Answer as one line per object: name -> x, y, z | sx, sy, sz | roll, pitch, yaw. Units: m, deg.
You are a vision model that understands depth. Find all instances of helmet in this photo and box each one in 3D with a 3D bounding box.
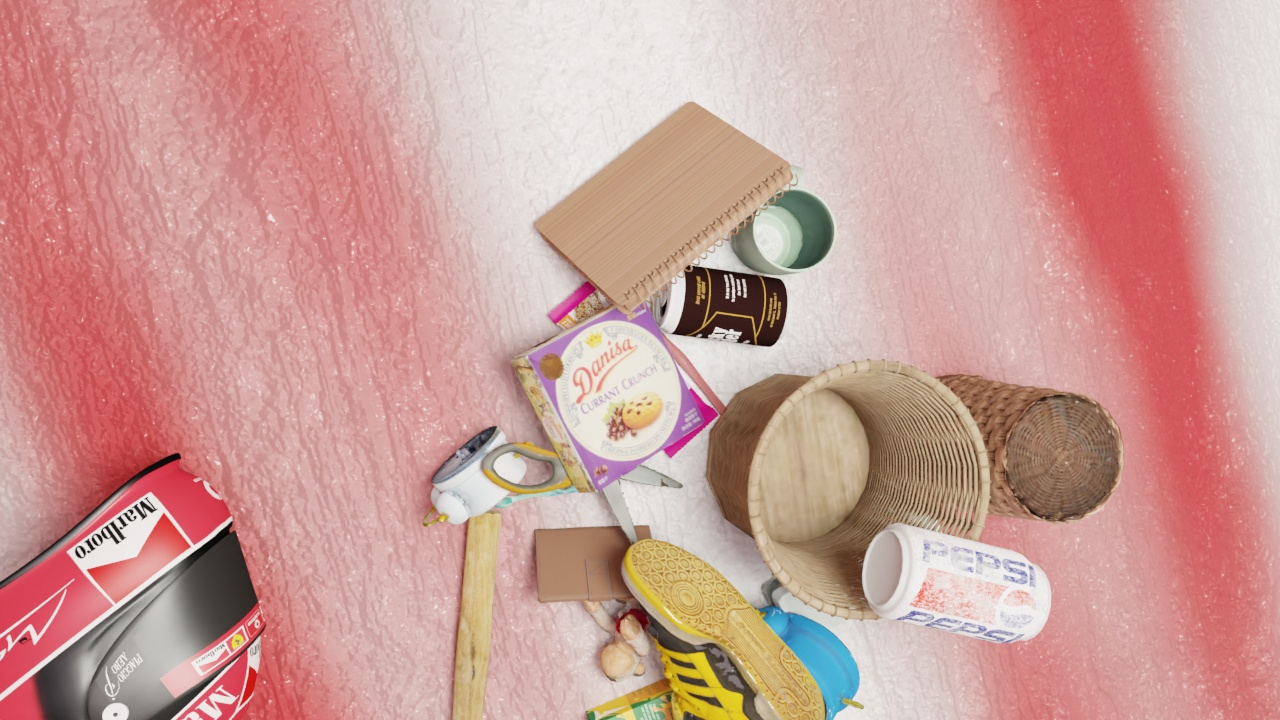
helmet -> -0.437, 0.249, 0.782 | 0.270, 0.198, 0.224 | -40, 97, -16

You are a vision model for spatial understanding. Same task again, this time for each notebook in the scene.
notebook -> 0.022, -0.152, 0.889 | 0.210, 0.022, 0.169 | -40, 53, -7

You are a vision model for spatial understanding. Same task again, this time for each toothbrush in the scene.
toothbrush -> 0.045, 0.001, 0.956 | 0.015, 0.016, 0.184 | -41, 99, -14
toothbrush -> -0.085, 0.129, 0.933 | 0.135, 0.017, 0.022 | -15, 93, -9

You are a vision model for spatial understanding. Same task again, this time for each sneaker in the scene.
sneaker -> 0.053, 0.282, 0.876 | 0.238, 0.085, 0.122 | 45, 127, 3

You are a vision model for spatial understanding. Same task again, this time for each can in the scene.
can -> 0.261, 0.186, 0.763 | 0.136, 0.078, 0.078 | 15, 88, -12
can -> 0.083, -0.056, 0.928 | 0.128, 0.072, 0.072 | 7, 89, -15

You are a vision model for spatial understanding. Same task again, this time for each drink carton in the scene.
drink carton -> 0.013, 0.370, 0.941 | 0.122, 0.041, 0.058 | -20, 94, -9

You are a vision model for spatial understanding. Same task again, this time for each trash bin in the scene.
trash bin -> 0.362, 0.091, 0.914 | 0.151, 0.210, 0.151 | 0, 91, -10

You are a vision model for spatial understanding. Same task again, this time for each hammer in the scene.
hammer -> -0.167, 0.315, 0.915 | 0.132, 0.033, 0.330 | 5, 90, -9

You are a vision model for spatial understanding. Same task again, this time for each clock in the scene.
clock -> 0.142, 0.308, 0.928 | 0.161, 0.117, 0.060 | 38, 43, 11
clock -> -0.166, 0.116, 0.886 | 0.117, 0.083, 0.057 | -41, 104, -11

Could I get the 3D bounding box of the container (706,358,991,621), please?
container -> 0.181, 0.111, 0.885 | 0.226, 0.196, 0.227 | 0, 92, -12

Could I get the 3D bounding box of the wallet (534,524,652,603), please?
wallet -> -0.044, 0.202, 0.917 | 0.121, 0.087, 0.013 | 0, 133, -10

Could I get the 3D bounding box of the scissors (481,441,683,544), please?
scissors -> -0.047, 0.081, 0.904 | 0.225, 0.016, 0.225 | 14, 74, -31

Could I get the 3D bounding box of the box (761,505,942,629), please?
box -> 0.232, 0.224, 0.974 | 0.198, 0.071, 0.085 | -30, 76, -10

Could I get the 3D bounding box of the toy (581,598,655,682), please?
toy -> -0.022, 0.279, 0.927 | 0.074, 0.085, 0.106 | -22, 123, -47

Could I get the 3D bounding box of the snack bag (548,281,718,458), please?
snack bag -> -0.006, 0.005, 0.946 | 0.070, 0.016, 0.196 | -41, 97, -9

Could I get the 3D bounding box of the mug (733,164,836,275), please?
mug -> 0.141, -0.140, 0.925 | 0.084, 0.104, 0.111 | 9, 90, -10

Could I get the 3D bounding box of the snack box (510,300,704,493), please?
snack box -> -0.029, 0.031, 0.887 | 0.143, 0.041, 0.148 | -31, 98, -31
